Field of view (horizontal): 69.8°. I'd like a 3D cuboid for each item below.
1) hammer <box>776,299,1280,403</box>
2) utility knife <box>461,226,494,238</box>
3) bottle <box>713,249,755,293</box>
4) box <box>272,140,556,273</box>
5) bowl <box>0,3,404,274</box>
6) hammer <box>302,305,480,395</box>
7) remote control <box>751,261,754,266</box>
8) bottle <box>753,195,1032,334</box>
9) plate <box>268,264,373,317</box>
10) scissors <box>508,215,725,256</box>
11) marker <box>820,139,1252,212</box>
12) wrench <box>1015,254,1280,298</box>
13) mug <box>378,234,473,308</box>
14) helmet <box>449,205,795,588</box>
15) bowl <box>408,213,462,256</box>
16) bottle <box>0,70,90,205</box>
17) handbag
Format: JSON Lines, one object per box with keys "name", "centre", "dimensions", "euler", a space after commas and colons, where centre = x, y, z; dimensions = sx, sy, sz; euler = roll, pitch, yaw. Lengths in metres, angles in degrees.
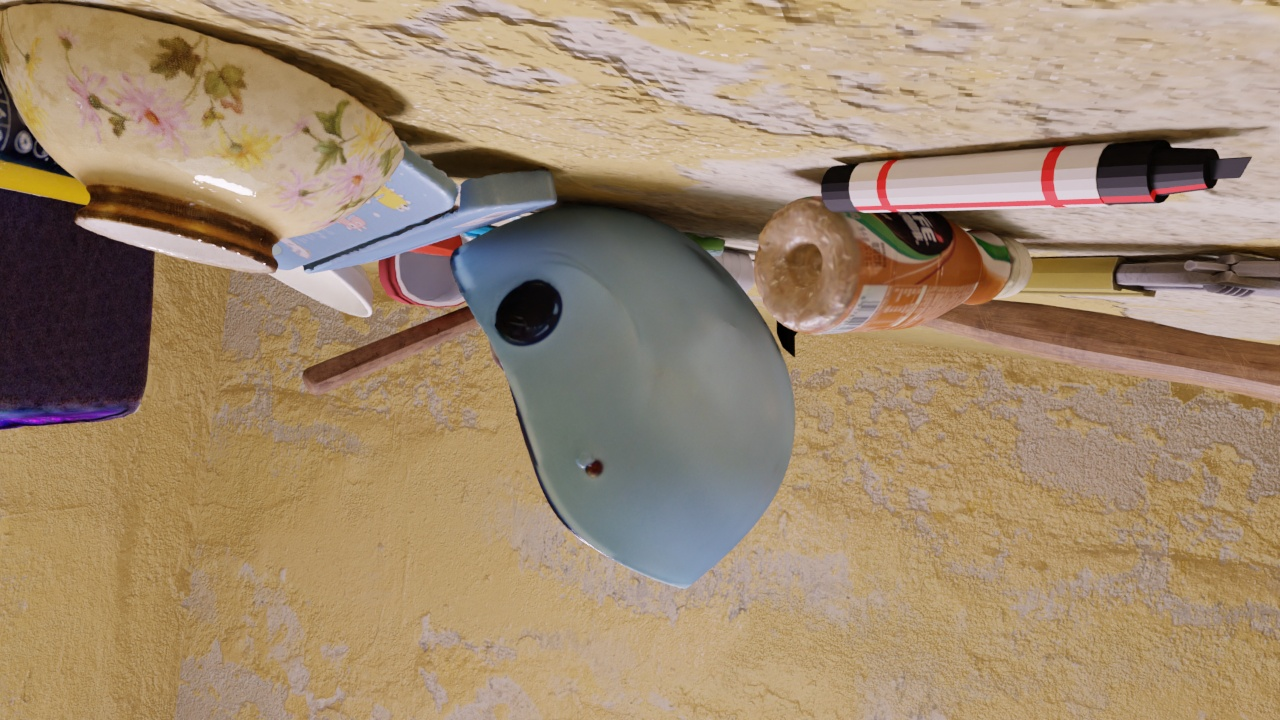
{"name": "hammer", "centre": [0.202, -0.017, 0.494], "dimensions": [0.132, 0.040, 0.306], "euler": [-17, -159, -35]}
{"name": "utility knife", "centre": [-0.139, -0.115, 0.831], "dimensions": [0.197, 0.015, 0.031], "euler": [6, -174, -29]}
{"name": "bottle", "centre": [0.023, -0.074, 0.731], "dimensions": [0.136, 0.044, 0.044], "euler": [8, -178, -16]}
{"name": "box", "centre": [-0.152, -0.078, 0.511], "dimensions": [0.126, 0.039, 0.210], "euler": [5, 171, -44]}
{"name": "bowl", "centre": [-0.172, -0.073, 0.356], "dimensions": [0.145, 0.063, 0.145], "euler": [12, 174, 1]}
{"name": "hammer", "centre": [-0.172, -0.040, 0.895], "dimensions": [0.320, 0.040, 0.129], "euler": [-26, -162, -29]}
{"name": "remote control", "centre": [0.090, -0.083, 0.830], "dimensions": [0.137, 0.013, 0.043], "euler": [10, -178, 42]}
{"name": "bottle", "centre": [0.130, -0.044, 0.436], "dimensions": [0.166, 0.059, 0.059], "euler": [-4, -171, -38]}
{"name": "plate", "centre": [-0.269, -0.095, 0.668], "dimensions": [0.182, 0.034, 0.182], "euler": [27, 165, 8]}
{"name": "scissors", "centre": [-0.023, -0.096, 0.678], "dimensions": [0.174, 0.033, 0.065], "euler": [5, -174, 3]}
{"name": "marker", "centre": [0.122, -0.060, 0.306], "dimensions": [0.019, 0.019, 0.146], "euler": [7, -178, -37]}
{"name": "wrench", "centre": [0.265, -0.046, 0.516], "dimensions": [0.083, 0.018, 0.274], "euler": [7, -178, -24]}
{"name": "mug", "centre": [-0.191, -0.092, 0.899], "dimensions": [0.116, 0.080, 0.097], "euler": [0, -175, -24]}
{"name": "helmet", "centre": [-0.004, 0.003, 0.590], "dimensions": [0.265, 0.167, 0.225], "euler": [54, -178, 23]}
{"name": "bowl", "centre": [-0.199, -0.110, 0.728], "dimensions": [0.122, 0.035, 0.122], "euler": [8, -178, 0]}
{"name": "bottle", "centre": [-0.286, -0.105, 0.454], "dimensions": [0.053, 0.053, 0.186], "euler": [8, -178, 10]}
{"name": "handbag", "centre": [-0.411, -0.056, 0.540], "dimensions": [0.222, 0.205, 0.125], "euler": [1, 179, 21]}
